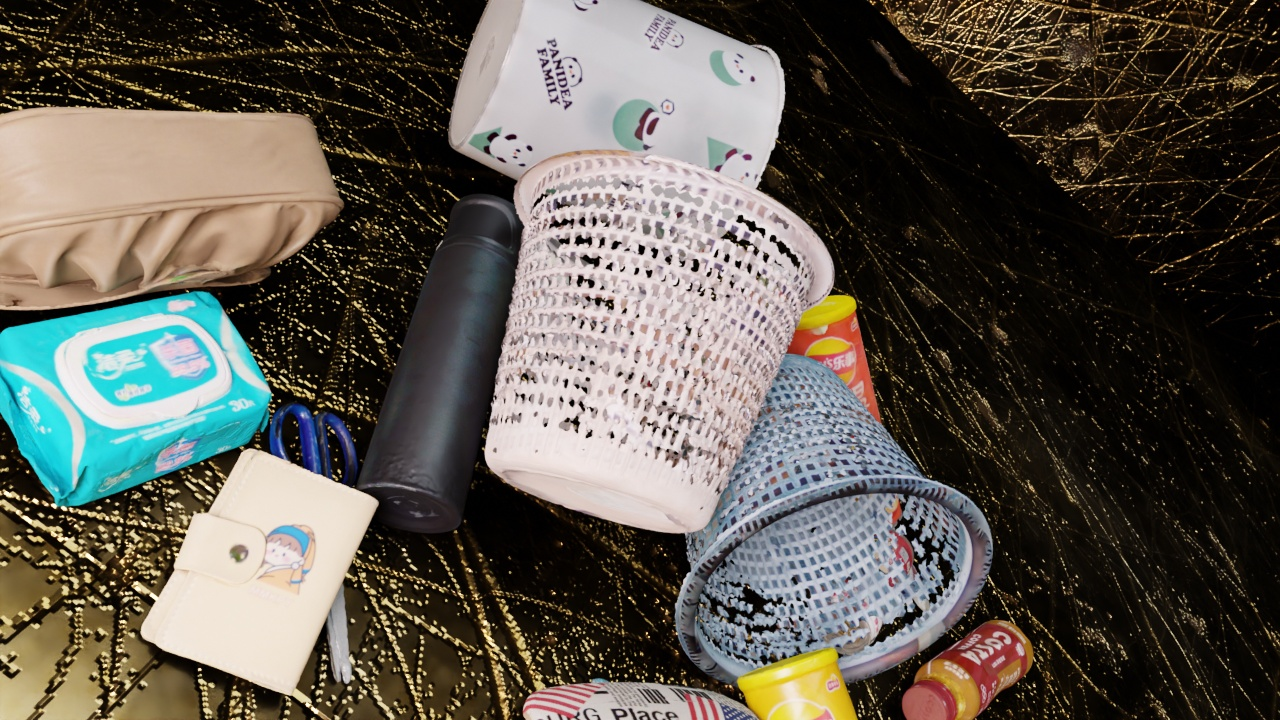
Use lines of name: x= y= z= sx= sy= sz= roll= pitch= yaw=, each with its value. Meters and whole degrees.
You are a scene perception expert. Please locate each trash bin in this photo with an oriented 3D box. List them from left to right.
trash bin: x=-0.032 y=-0.244 z=0.877 sx=0.251 sy=0.230 sz=0.229 roll=18 pitch=44 yaw=-25
trash bin: x=-0.003 y=0.002 z=0.609 sx=0.227 sy=0.228 sz=0.191 roll=25 pitch=71 yaw=-26
trash bin: x=0.121 y=0.108 z=0.708 sx=0.226 sy=0.227 sz=0.194 roll=24 pitch=29 yaw=-27

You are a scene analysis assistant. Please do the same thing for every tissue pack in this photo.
tissue pack: x=-0.283 y=0.017 z=0.511 sx=0.093 sy=0.050 sz=0.133 roll=53 pitch=37 yaw=8

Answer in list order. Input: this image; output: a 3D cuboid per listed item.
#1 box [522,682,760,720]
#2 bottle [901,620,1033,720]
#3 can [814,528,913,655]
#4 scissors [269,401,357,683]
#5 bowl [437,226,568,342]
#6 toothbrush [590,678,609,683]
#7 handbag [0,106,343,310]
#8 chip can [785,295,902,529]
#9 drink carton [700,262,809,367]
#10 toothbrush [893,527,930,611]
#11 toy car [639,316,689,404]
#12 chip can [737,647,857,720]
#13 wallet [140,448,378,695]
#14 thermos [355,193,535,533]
box: x=0.003 y=0.233 z=0.563 sx=0.162 sy=0.076 sz=0.088 roll=12 pitch=40 yaw=-26
bottle: x=0.290 y=0.281 z=0.816 sx=0.174 sy=0.058 sz=0.057 roll=-6 pitch=60 yaw=-47
can: x=0.197 y=0.200 z=0.806 sx=0.053 sy=0.053 sz=0.132 roll=49 pitch=36 yaw=5
scissors: x=-0.192 y=0.101 z=0.536 sx=0.108 sy=0.012 sz=0.174 roll=49 pitch=24 yaw=-37
bowl: x=-0.107 y=-0.080 z=0.766 sx=0.116 sy=0.066 sz=0.116 roll=26 pitch=41 yaw=-25
toothbrush: x=0.057 y=0.257 z=0.636 sx=0.224 sy=0.027 sz=0.027 roll=24 pitch=71 yaw=-26
handbag: x=-0.283 y=-0.085 z=0.536 sx=0.204 sy=0.148 sz=0.100 roll=-17 pitch=89 yaw=-50
chip can: x=0.183 y=0.051 z=0.836 sx=0.073 sy=0.073 sz=0.217 roll=-40 pitch=117 yaw=-54
drink carton: x=0.113 y=-0.030 z=0.884 sx=0.053 sy=0.123 sz=0.045 roll=21 pitch=33 yaw=-32
toothbrush: x=0.253 y=0.164 z=0.926 sx=0.016 sy=0.017 sz=0.187 roll=12 pitch=47 yaw=-36
toy car: x=0.020 y=-0.002 z=0.844 sx=0.049 sy=0.031 sz=0.106 roll=24 pitch=40 yaw=-26
chip can: x=0.130 y=0.302 z=0.599 sx=0.072 sy=0.072 sz=0.213 roll=0 pitch=66 yaw=-45
wallet: x=-0.205 y=0.110 z=0.499 sx=0.087 sy=0.024 sz=0.115 roll=26 pitch=59 yaw=-14
thermos: x=-0.120 y=-0.002 z=0.635 sx=0.090 sy=0.069 sz=0.241 roll=37 pitch=48 yaw=-34
